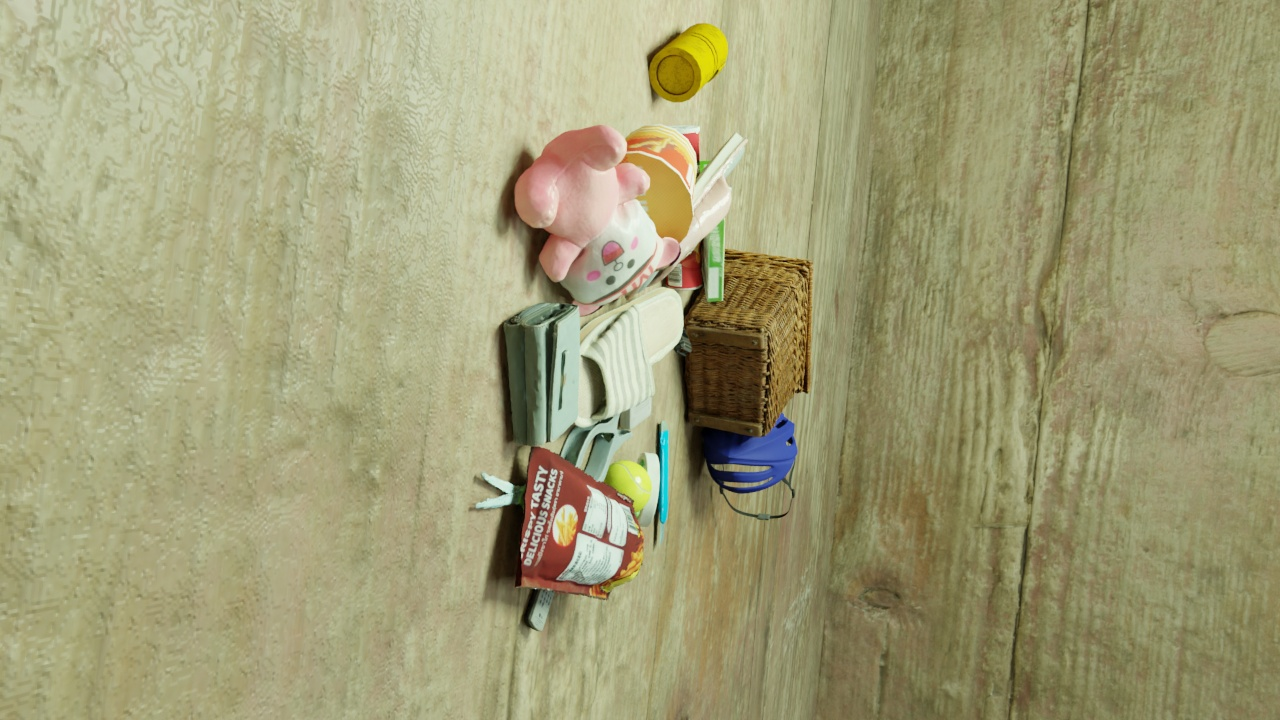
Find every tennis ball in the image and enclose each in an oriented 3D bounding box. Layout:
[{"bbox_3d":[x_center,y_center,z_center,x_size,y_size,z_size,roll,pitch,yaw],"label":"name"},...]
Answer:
[{"bbox_3d":[-0.019,0.153,1.101,0.065,0.065,0.065,6,89,-69],"label":"tennis ball"}]

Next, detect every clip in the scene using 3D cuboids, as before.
[{"bbox_3d":[-0.049,0.114,1.071,0.162,0.028,0.115,-51,142,-53],"label":"clip"}]

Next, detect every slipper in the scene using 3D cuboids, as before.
[{"bbox_3d":[-0.011,-0.010,1.072,0.271,0.054,0.114,-43,127,-51],"label":"slipper"},{"bbox_3d":[0.064,-0.175,1.137,0.273,0.054,0.114,-56,-171,-22],"label":"slipper"}]

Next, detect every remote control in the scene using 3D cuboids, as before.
[{"bbox_3d":[-0.007,0.007,1.164,0.074,0.019,0.151,-31,124,-65],"label":"remote control"},{"bbox_3d":[-0.096,0.223,0.989,0.033,0.013,0.136,65,36,-50],"label":"remote control"}]

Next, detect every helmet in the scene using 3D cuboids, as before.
[{"bbox_3d":[0.184,0.181,1.515,0.240,0.148,0.228,-37,124,-63],"label":"helmet"}]

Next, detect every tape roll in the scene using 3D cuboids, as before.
[{"bbox_3d":[0.005,0.165,1.170,0.094,0.018,0.094,-172,-89,-79],"label":"tape roll"}]

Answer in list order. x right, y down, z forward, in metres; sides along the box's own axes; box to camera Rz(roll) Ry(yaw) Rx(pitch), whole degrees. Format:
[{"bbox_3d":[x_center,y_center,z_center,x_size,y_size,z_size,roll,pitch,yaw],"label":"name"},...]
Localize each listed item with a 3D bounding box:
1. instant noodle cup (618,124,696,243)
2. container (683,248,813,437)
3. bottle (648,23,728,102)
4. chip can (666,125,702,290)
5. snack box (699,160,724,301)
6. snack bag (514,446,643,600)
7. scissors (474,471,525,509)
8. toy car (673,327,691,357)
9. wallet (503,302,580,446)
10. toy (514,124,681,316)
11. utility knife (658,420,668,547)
[{"bbox_3d":[0.007,-0.198,1.030,0.120,0.123,0.123,-70,155,-52],"label":"instant noodle cup"},{"bbox_3d":[0.160,-0.014,1.399,0.182,0.162,0.250,-54,147,-47],"label":"container"},{"bbox_3d":[0.071,-0.397,1.205,0.163,0.071,0.071,-57,146,-51],"label":"bottle"},{"bbox_3d":[0.056,-0.204,1.236,0.051,0.052,0.215,-42,134,-60],"label":"chip can"},{"bbox_3d":[0.098,-0.183,1.285,0.167,0.027,0.132,-93,180,-51],"label":"snack box"},{"bbox_3d":[-0.064,0.182,0.965,0.208,0.067,0.138,40,59,-58],"label":"snack bag"},{"bbox_3d":[-0.119,0.124,0.911,0.175,0.032,0.092,49,52,-67],"label":"scissors"},{"bbox_3d":[0.042,-0.050,1.216,0.092,0.037,0.040,66,16,17],"label":"toy car"},{"bbox_3d":[-0.093,0.013,0.906,0.100,0.054,0.132,-38,135,-61],"label":"wallet"},{"bbox_3d":[-0.044,-0.133,0.927,0.142,0.084,0.213,-42,142,-5],"label":"toy"},{"bbox_3d":[0.032,0.175,1.309,0.031,0.015,0.185,-13,104,-65],"label":"utility knife"}]
